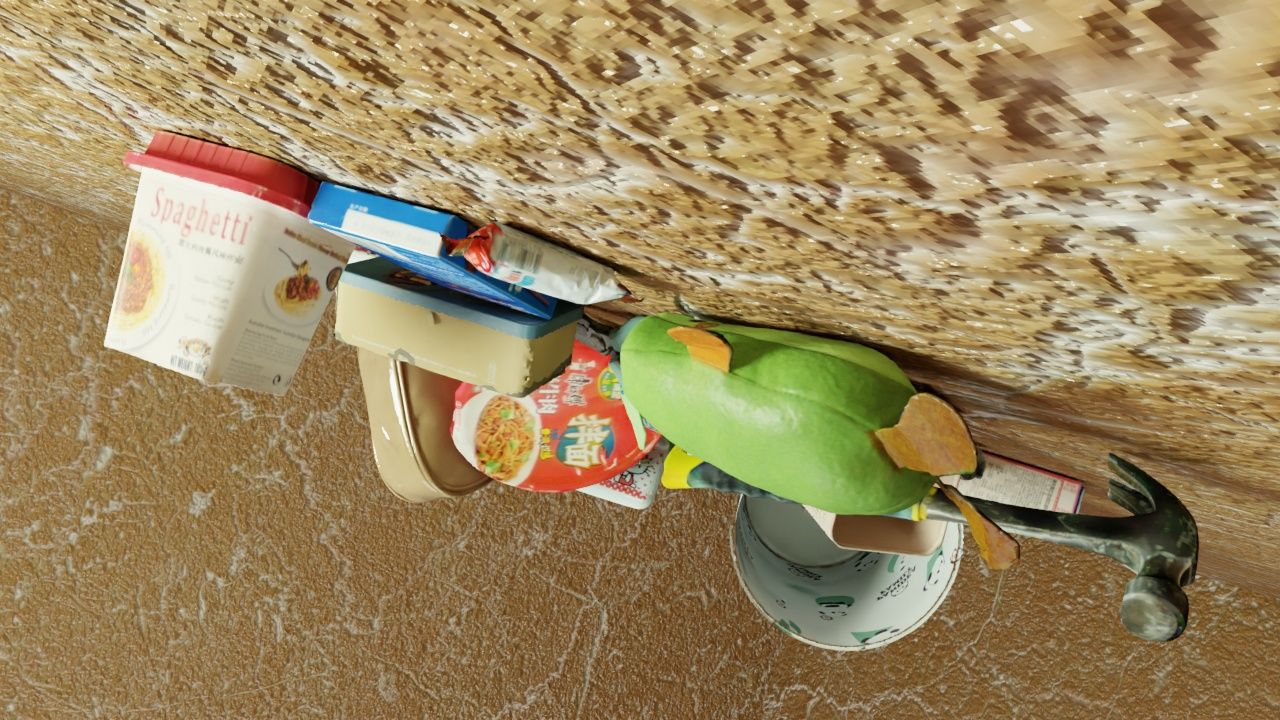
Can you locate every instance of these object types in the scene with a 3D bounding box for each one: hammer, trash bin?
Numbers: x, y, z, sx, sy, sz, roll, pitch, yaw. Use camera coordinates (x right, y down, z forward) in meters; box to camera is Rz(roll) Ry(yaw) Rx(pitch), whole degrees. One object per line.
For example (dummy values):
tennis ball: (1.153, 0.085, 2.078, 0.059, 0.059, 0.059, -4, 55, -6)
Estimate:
hammer: (0.162, 0.086, 0.575, 0.324, 0.032, 0.125, 6, -151, 34)
trash bin: (0.213, 0.173, 1.032, 0.229, 0.229, 0.252, 18, -178, 4)

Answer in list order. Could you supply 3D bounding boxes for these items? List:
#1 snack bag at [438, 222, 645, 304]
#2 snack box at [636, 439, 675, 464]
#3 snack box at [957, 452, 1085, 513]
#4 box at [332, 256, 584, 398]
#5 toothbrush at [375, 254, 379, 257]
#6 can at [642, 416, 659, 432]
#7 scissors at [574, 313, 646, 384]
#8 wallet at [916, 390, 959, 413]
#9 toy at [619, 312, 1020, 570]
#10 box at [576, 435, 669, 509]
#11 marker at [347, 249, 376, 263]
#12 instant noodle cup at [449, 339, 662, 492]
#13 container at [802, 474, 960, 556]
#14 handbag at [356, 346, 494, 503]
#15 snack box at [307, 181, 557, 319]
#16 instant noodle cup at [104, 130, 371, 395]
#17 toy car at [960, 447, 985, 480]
snack bag: (-0.049, -0.047, 0.466, 0.105, 0.026, 0.045, 18, 173, -28)
snack box: (-0.027, 0.049, 1.041, 0.240, 0.114, 0.063, 17, 177, 20)
snack box: (0.294, 0.109, 0.853, 0.207, 0.058, 0.057, 17, 176, 12)
box: (-0.127, -0.028, 0.666, 0.184, 0.060, 0.089, 14, -160, 17)
toothbrush: (-0.230, -0.094, 0.689, 0.016, 0.018, 0.191, 17, 176, 15)
can: (0.061, 0.033, 0.723, 0.111, 0.075, 0.075, 16, 176, 32)
scissors: (-0.007, 0.007, 0.687, 0.180, 0.019, 0.139, 24, 143, 29)
wallet: (0.144, 0.027, 0.610, 0.125, 0.032, 0.101, 16, 178, 32)
toy: (0.080, 0.029, 0.495, 0.247, 0.090, 0.227, 20, 167, 37)
box: (-0.061, 0.051, 0.940, 0.201, 0.157, 0.038, 17, 162, 7)
marker: (-0.237, -0.086, 0.824, 0.131, 0.018, 0.022, 17, -175, 17)
instant noodle cup: (-0.073, 0.031, 0.824, 0.193, 0.194, 0.065, 20, -146, -28)
container: (0.172, 0.084, 0.701, 0.090, 0.090, 0.111, 8, -170, -13)
handbag: (-0.193, 0.028, 0.869, 0.100, 0.204, 0.147, -12, 176, 38)
snack box: (-0.115, -0.062, 0.549, 0.084, 0.026, 0.157, 17, 176, 18)
instant noodle cup: (-0.237, -0.051, 0.533, 0.116, 0.124, 0.116, 17, 176, 17)
toy car: (0.254, 0.078, 0.794, 0.090, 0.034, 0.043, 20, 179, -3)
